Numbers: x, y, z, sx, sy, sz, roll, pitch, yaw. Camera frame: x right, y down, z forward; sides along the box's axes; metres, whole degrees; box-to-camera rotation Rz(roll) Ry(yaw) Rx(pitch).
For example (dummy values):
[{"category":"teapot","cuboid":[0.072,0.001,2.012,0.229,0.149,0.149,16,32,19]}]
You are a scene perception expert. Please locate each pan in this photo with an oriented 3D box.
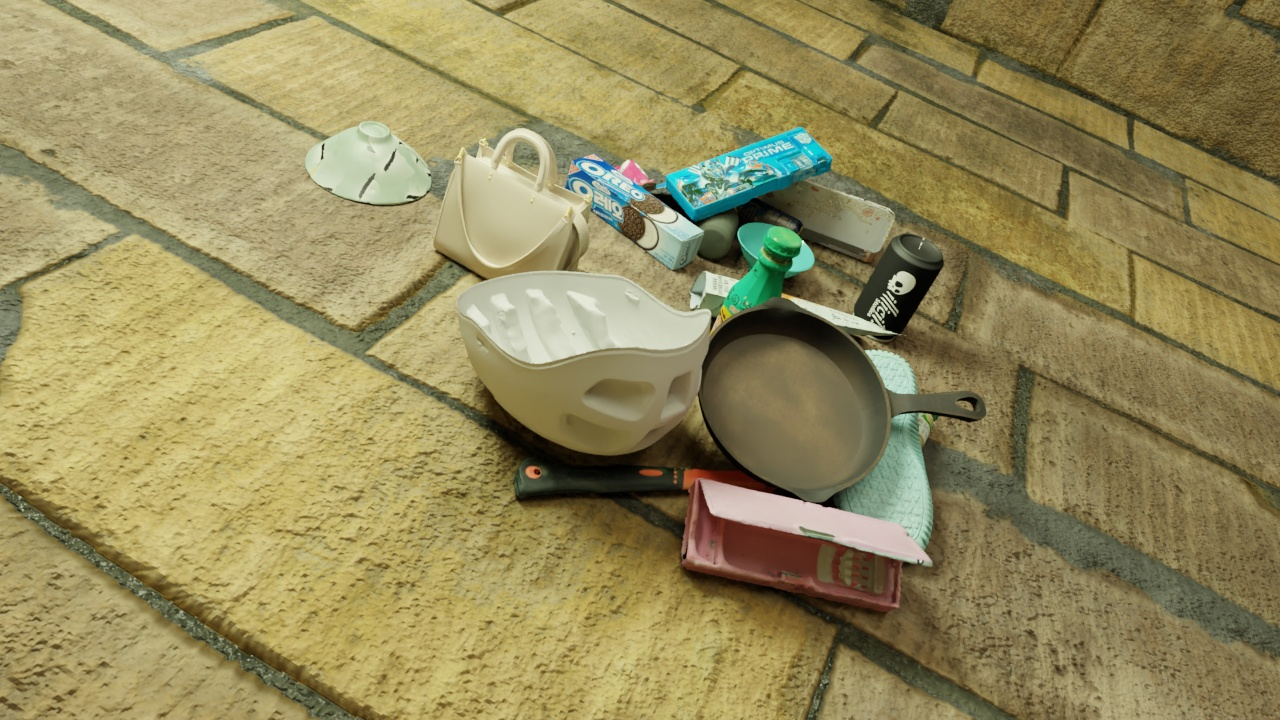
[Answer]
[{"category":"pan","cuboid":[0.227,0.051,1.039,0.355,0.043,0.248,4,61,-16]}]

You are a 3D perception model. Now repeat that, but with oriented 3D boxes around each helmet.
[{"category":"helmet","cuboid":[-0.068,-0.017,0.972,0.282,0.184,0.223,36,32,24]}]

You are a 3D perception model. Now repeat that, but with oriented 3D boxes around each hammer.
[{"category":"hammer","cuboid":[0.029,0.127,0.976,0.332,0.033,0.133,4,42,-20]}]

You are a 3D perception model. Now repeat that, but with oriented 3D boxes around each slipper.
[{"category":"slipper","cuboid":[0.279,0.110,1.079,0.116,0.070,0.275,9,57,0]}]

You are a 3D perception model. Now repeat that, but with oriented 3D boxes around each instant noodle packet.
[{"category":"instant noodle packet","cuboid":[0.205,-0.066,1.234,0.269,0.057,0.147,11,4,-9]}]

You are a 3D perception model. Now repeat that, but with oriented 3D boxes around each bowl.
[{"category":"bowl","cuboid":[-0.367,-0.288,1.253,0.174,0.068,0.173,12,41,-11]},{"category":"bowl","cuboid":[0.195,-0.153,1.375,0.121,0.046,0.121,13,38,-11]}]

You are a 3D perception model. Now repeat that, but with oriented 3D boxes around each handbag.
[{"category":"handbag","cuboid":[-0.149,-0.190,1.131,0.194,0.198,0.101,30,38,11]}]

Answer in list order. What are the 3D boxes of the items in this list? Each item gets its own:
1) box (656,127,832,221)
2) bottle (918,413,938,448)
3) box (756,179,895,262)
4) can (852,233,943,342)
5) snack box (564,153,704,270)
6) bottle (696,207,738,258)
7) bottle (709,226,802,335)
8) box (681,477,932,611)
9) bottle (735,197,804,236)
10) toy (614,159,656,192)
[{"category":"box","cuboid":[0.147,-0.301,1.413,0.243,0.064,0.174,-23,33,-16]},{"category":"bottle","cuboid":[0.347,0.087,1.166,0.043,0.043,0.109,32,40,13]},{"category":"box","cuboid":[0.296,-0.239,1.508,0.216,0.095,0.107,20,12,-1]},{"category":"can","cuboid":[0.367,-0.104,1.316,0.080,0.146,0.080,13,39,-11]},{"category":"snack box","cuboid":[-0.012,-0.221,1.351,0.226,0.060,0.059,39,45,21]},{"category":"bottle","cuboid":[0.116,-0.202,1.386,0.060,0.060,0.108,22,38,1]},{"category":"bottle","cuboid":[0.135,-0.065,1.106,0.068,0.210,0.068,13,39,-11]},{"category":"box","cuboid":[0.165,0.174,0.903,0.232,0.099,0.099,15,64,-9]},{"category":"bottle","cuboid":[0.177,-0.228,1.449,0.161,0.056,0.056,29,38,9]},{"category":"toy","cuboid":[-0.021,-0.289,1.433,0.065,0.050,0.102,-19,39,-11]}]
